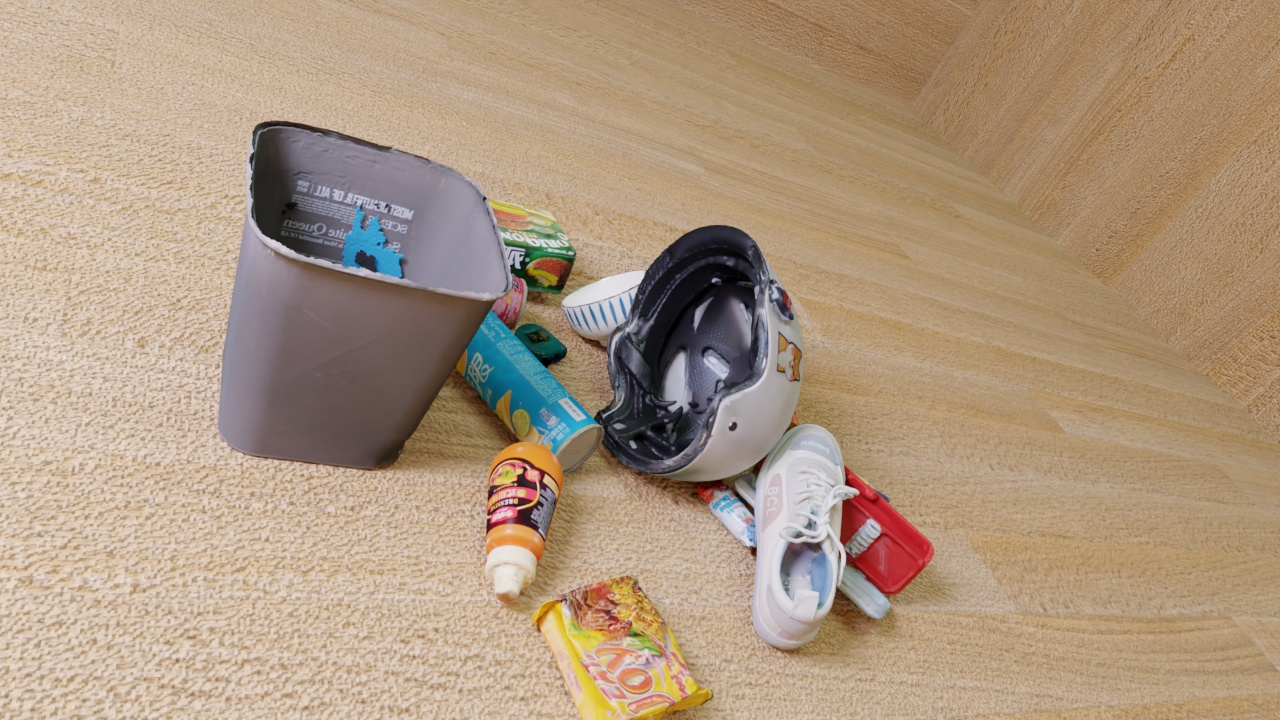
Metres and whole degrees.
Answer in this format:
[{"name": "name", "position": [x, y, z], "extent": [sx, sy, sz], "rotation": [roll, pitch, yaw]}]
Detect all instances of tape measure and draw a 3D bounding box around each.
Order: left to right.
[{"name": "tape measure", "position": [-0.116, -0.019, 1.029], "extent": [0.058, 0.025, 0.054], "rotation": [39, 30, 15]}]

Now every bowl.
[{"name": "bowl", "position": [-0.031, -0.058, 1.101], "extent": [0.116, 0.117, 0.066], "rotation": [-50, 125, -60]}]

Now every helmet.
[{"name": "helmet", "position": [0.083, 0.009, 0.972], "extent": [0.157, 0.231, 0.273], "rotation": [33, 55, -35]}]

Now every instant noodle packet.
[{"name": "instant noodle packet", "position": [-0.015, 0.234, 0.729], "extent": [0.110, 0.044, 0.128], "rotation": [-5, 46, -40]}]

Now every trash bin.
[{"name": "trash bin", "position": [-0.244, -0.044, 0.759], "extent": [0.198, 0.220, 0.198], "rotation": [11, 36, -29]}]

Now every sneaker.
[{"name": "sneaker", "position": [0.157, 0.149, 0.883], "extent": [0.089, 0.091, 0.241], "rotation": [16, 52, 0]}]

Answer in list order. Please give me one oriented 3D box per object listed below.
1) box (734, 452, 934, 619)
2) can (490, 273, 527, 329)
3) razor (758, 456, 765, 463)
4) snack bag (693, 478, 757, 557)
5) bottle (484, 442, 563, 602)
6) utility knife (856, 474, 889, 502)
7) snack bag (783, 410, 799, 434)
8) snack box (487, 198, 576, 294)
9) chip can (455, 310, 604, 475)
[{"name": "box", "position": [0.202, 0.165, 0.960], "extent": [0.201, 0.094, 0.100], "rotation": [42, 13, 17]}, {"name": "can", "position": [-0.179, -0.073, 1.010], "extent": [0.093, 0.067, 0.066], "rotation": [14, 34, -27]}, {"name": "razor", "position": [0.193, 0.150, 1.053], "extent": [0.132, 0.028, 0.043], "rotation": [32, 2, 8]}, {"name": "snack bag", "position": [0.099, 0.163, 0.952], "extent": [0.045, 0.026, 0.105], "rotation": [-8, 49, -50]}, {"name": "bottle", "position": [-0.104, 0.139, 0.778], "extent": [0.066, 0.067, 0.149], "rotation": [22, 38, -16]}, {"name": "utility knife", "position": [0.234, 0.129, 1.061], "extent": [0.031, 0.019, 0.183], "rotation": [48, -12, -25]}, {"name": "snack bag", "position": [0.151, 0.001, 1.112], "extent": [0.073, 0.129, 0.207], "rotation": [-6, 55, 13]}, {"name": "snack box", "position": [-0.204, -0.145, 1.074], "extent": [0.239, 0.063, 0.114], "rotation": [5, 34, -31]}, {"name": "chip can", "position": [-0.129, 0.020, 0.915], "extent": [0.210, 0.071, 0.071], "rotation": [45, 33, 21]}]
